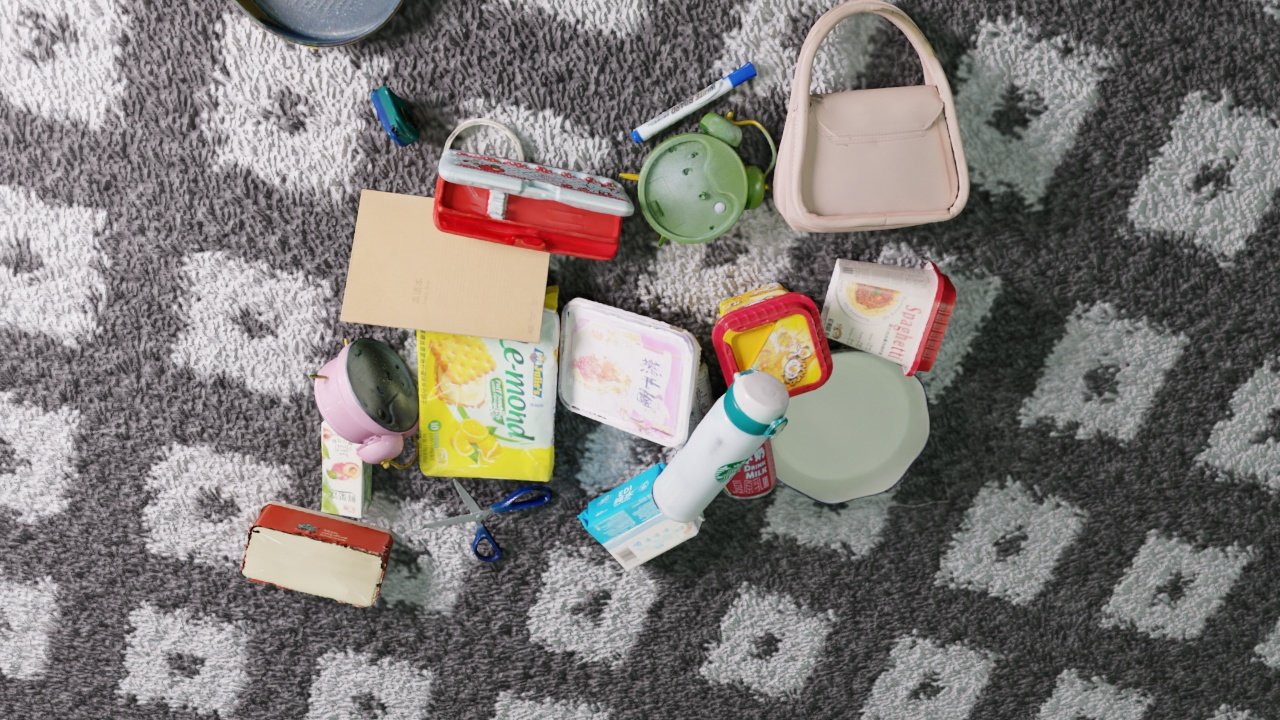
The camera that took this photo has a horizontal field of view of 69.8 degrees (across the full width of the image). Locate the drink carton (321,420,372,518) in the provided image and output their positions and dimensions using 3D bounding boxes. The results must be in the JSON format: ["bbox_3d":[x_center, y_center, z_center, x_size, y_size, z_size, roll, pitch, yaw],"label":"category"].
[{"bbox_3d":[-0.352,0.125,1.104,0.053,0.045,0.123,8,112,0],"label":"drink carton"}]

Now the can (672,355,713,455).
[{"bbox_3d":[0.061,0.068,1.089,0.058,0.058,0.147,-11,113,2],"label":"can"}]

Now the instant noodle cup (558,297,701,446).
[{"bbox_3d":[-0.006,0.006,1.027,0.174,0.060,0.138,17,115,27],"label":"instant noodle cup"}]

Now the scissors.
[{"bbox_3d":[-0.191,0.195,1.129,0.173,0.012,0.163,-11,132,-22],"label":"scissors"}]

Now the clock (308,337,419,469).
[{"bbox_3d":[-0.300,0.053,1.041,0.060,0.117,0.158,-27,109,20],"label":"clock"}]

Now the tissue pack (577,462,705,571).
[{"bbox_3d":[0.002,0.192,1.132,0.140,0.063,0.090,-33,112,21],"label":"tissue pack"}]

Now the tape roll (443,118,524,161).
[{"bbox_3d":[-0.168,-0.216,0.986,0.086,0.014,0.086,-1,112,-2],"label":"tape roll"}]

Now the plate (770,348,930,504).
[{"bbox_3d":[0.242,0.076,1.107,0.205,0.045,0.205,-1,114,-2],"label":"plate"}]

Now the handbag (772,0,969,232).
[{"bbox_3d":[0.236,-0.253,0.951,0.193,0.093,0.234,-6,102,-9],"label":"handbag"}]

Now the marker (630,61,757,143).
[{"bbox_3d":[0.055,-0.271,0.970,0.146,0.016,0.017,-28,111,9],"label":"marker"}]

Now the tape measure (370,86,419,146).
[{"bbox_3d":[-0.250,-0.250,0.947,0.025,0.054,0.058,-25,79,11],"label":"tape measure"}]

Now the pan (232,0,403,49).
[{"bbox_3d":[-0.257,-0.453,0.849,0.197,0.078,0.358,42,105,-17],"label":"pan"}]

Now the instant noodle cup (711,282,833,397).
[{"bbox_3d":[0.140,-0.025,1.018,0.116,0.123,0.116,-18,112,6],"label":"instant noodle cup"}]

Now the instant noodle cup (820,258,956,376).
[{"bbox_3d":[0.271,-0.057,1.024,0.124,0.116,0.116,15,112,5],"label":"instant noodle cup"}]

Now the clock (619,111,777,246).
[{"bbox_3d":[0.069,-0.196,0.981,0.161,0.056,0.116,-27,112,9],"label":"clock"}]

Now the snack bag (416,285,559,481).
[{"bbox_3d":[-0.175,0.028,1.058,0.158,0.068,0.247,3,112,-3],"label":"snack bag"}]

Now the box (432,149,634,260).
[{"bbox_3d":[-0.109,-0.167,0.947,0.201,0.098,0.095,9,85,-14],"label":"box"}]

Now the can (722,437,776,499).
[{"bbox_3d":[0.120,0.105,1.067,0.066,0.066,0.094,-12,115,3],"label":"can"}]

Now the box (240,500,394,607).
[{"bbox_3d":[-0.400,0.246,1.136,0.168,0.077,0.091,16,110,-8],"label":"box"}]

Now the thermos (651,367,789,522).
[{"bbox_3d":[0.086,0.096,0.988,0.073,0.073,0.225,21,137,-11],"label":"thermos"}]

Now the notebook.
[{"bbox_3d":[-0.204,-0.101,0.990,0.211,0.012,0.149,6,77,-4],"label":"notebook"}]
